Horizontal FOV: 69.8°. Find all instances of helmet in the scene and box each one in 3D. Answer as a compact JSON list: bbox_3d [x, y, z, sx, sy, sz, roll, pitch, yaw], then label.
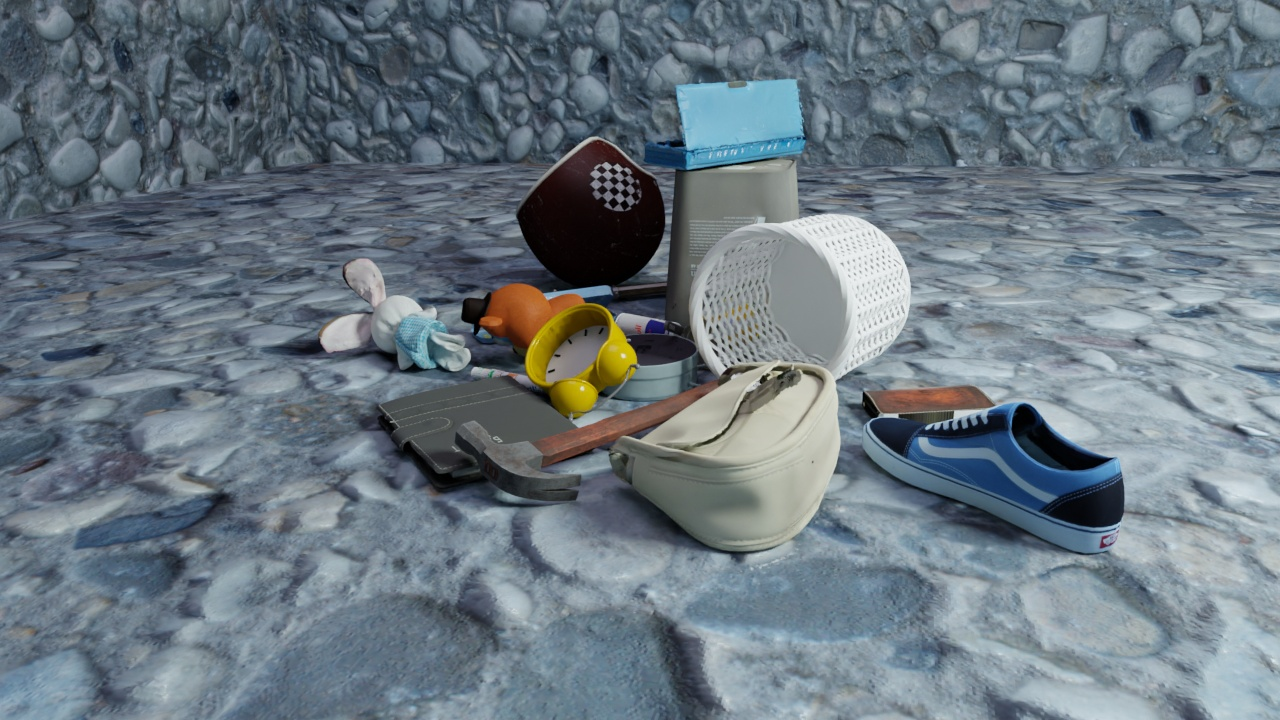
[{"bbox_3d":[-0.085,-0.240,1.492,0.233,0.253,0.234,-43,1,-41],"label":"helmet"}]

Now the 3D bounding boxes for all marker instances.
[{"bbox_3d":[-0.137,0.025,1.068,0.146,0.017,0.017,10,22,30],"label":"marker"}]

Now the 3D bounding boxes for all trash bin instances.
[{"bbox_3d":[0.133,-0.160,1.270,0.197,0.220,0.197,3,20,14],"label":"trash bin"}]

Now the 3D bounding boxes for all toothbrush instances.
[{"bbox_3d":[0.054,-0.035,1.141,0.013,0.013,0.167,12,-1,19],"label":"toothbrush"}]

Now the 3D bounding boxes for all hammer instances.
[{"bbox_3d":[0.008,-0.113,1.445,0.316,0.028,0.147,-7,14,-16],"label":"hammer"},{"bbox_3d":[-0.021,0.064,0.889,0.299,0.028,0.111,-16,40,-41],"label":"hammer"}]

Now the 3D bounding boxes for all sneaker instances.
[{"bbox_3d":[0.293,0.068,0.777,0.083,0.098,0.241,-14,22,-32],"label":"sneaker"}]

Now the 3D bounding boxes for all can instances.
[{"bbox_3d":[0.011,-0.041,1.223,0.095,0.032,0.032,12,23,35],"label":"can"},{"bbox_3d":[0.101,-0.034,1.141,0.068,0.068,0.104,8,22,27],"label":"can"}]

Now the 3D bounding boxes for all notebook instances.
[{"bbox_3d":[-0.167,0.067,0.939,0.169,0.029,0.209,-12,19,-29],"label":"notebook"}]

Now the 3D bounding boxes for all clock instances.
[{"bbox_3d":[-0.006,0.006,1.071,0.159,0.045,0.122,0,19,9],"label":"clock"},{"bbox_3d":[-0.064,0.001,1.004,0.113,0.052,0.152,-39,42,1],"label":"clock"}]

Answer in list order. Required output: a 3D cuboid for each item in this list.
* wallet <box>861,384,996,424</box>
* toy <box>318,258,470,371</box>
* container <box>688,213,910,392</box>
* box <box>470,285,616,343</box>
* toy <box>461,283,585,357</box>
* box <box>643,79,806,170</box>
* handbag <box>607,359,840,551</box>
[{"bbox_3d":[0.301,0.047,0.960,0.123,0.019,0.072,-3,19,-3],"label":"wallet"},{"bbox_3d":[-0.294,-0.043,1.179,0.205,0.131,0.105,21,6,23],"label":"toy"},{"bbox_3d":[0.181,-0.064,1.020,0.190,0.189,0.186,11,18,32],"label":"container"},{"bbox_3d":[-0.134,-0.055,1.297,0.209,0.064,0.069,-9,-16,-26],"label":"box"},{"bbox_3d":[-0.135,-0.052,1.153,0.176,0.096,0.112,20,14,-16],"label":"toy"},{"bbox_3d":[0.118,-0.327,1.246,0.231,0.110,0.094,-16,25,-36],"label":"box"},{"bbox_3d":[0.087,0.048,0.804,0.184,0.132,0.228,10,23,39],"label":"handbag"}]
